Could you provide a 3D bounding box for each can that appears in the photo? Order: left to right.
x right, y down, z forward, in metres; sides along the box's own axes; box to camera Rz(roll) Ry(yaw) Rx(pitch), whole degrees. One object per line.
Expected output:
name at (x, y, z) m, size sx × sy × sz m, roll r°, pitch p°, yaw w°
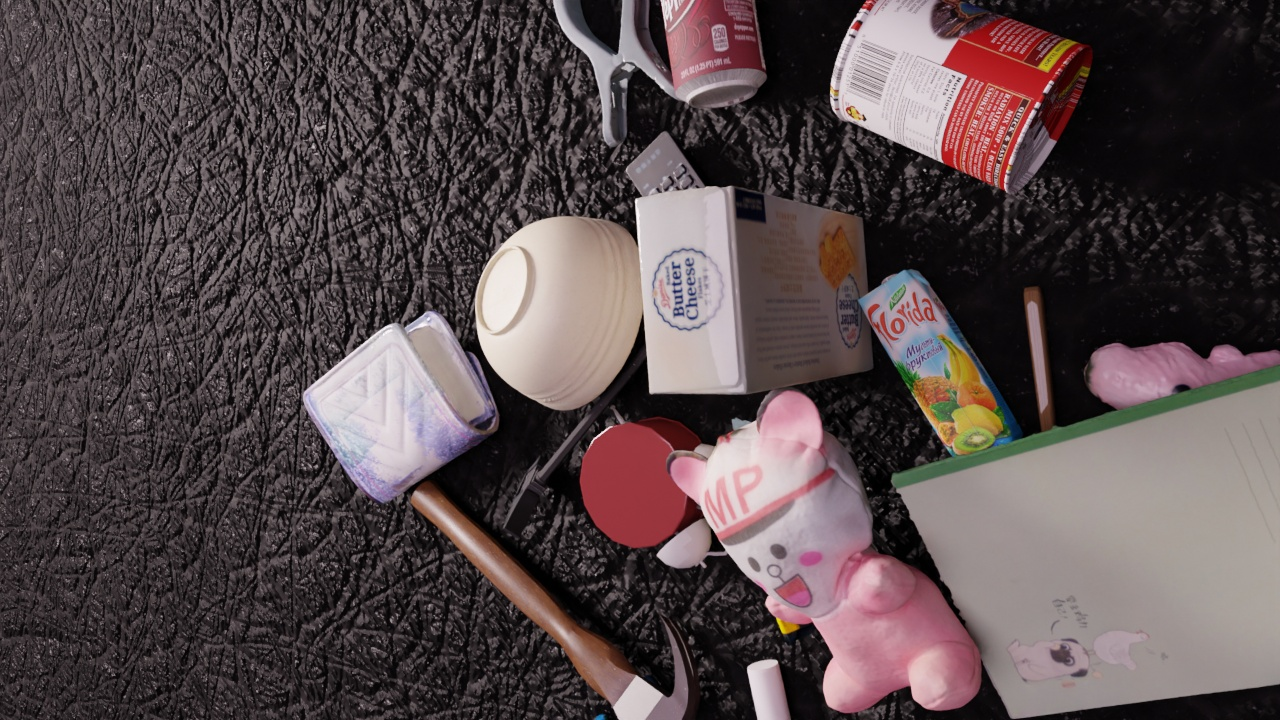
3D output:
can at (0.048, -0.236, 0.628) m, size 0.063 × 0.063 × 0.114 m, roll -10°, pitch 88°, yaw 33°
can at (0.183, -0.161, 0.533) m, size 0.116 × 0.086 × 0.087 m, roll 33°, pitch 110°, yaw 26°

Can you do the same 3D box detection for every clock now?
clock at (0.014, 0.095, 0.681) m, size 0.138 × 0.048 × 0.096 m, roll 26°, pitch 106°, yaw 27°

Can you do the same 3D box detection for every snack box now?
snack box at (0.076, -0.038, 0.539) m, size 0.058 × 0.207 × 0.104 m, roll -3°, pitch 92°, yaw 32°

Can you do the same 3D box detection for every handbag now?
handbag at (-0.211, 0.043, 0.817) m, size 0.159 × 0.069 × 0.126 m, roll -31°, pitch 91°, yaw 31°

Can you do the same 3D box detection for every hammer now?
hammer at (-0.084, 0.195, 0.746) m, size 0.323 × 0.033 × 0.115 m, roll 34°, pitch 84°, yaw 33°
hammer at (-0.004, 0.004, 0.665) m, size 0.015 × 0.094 × 0.326 m, roll 35°, pitch 115°, yaw -8°

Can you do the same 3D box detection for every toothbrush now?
toothbrush at (0.244, 0.038, 0.551) m, size 0.016 × 0.016 × 0.167 m, roll -7°, pitch 91°, yaw 32°

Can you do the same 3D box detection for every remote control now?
remote control at (0.046, -0.095, 0.666) m, size 0.047 × 0.022 × 0.150 m, roll -39°, pitch 75°, yaw 28°

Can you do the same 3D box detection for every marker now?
marker at (0.103, 0.283, 0.655) m, size 0.027 × 0.023 × 0.133 m, roll -13°, pitch 86°, yaw 11°

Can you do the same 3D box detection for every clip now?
clip at (-0.032, -0.244, 0.702) m, size 0.108 × 0.027 × 0.163 m, roll -30°, pitch 77°, yaw 32°

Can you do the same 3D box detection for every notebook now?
notebook at (0.289, 0.104, 0.494) m, size 0.253 × 0.010 × 0.182 m, roll -22°, pitch 101°, yaw 32°

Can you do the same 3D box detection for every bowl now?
bowl at (-0.073, -0.044, 0.684) m, size 0.151 × 0.075 × 0.150 m, roll -20°, pitch 63°, yaw 44°

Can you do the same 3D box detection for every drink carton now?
drink carton at (0.186, 0.002, 0.572) m, size 0.044 × 0.038 × 0.129 m, roll -36°, pitch 75°, yaw 29°

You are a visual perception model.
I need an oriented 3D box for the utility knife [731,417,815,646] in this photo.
utility knife at (0.090, 0.118, 0.642) m, size 0.017 × 0.030 × 0.163 m, roll -23°, pitch 83°, yaw 58°

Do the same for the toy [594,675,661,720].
toy at (-0.026, 0.338, 0.707) m, size 0.176 × 0.071 × 0.112 m, roll -38°, pitch 68°, yaw 3°

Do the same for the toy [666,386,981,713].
toy at (0.114, 0.122, 0.571) m, size 0.213 × 0.084 × 0.142 m, roll 51°, pitch 148°, yaw 0°

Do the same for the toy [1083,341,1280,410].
toy at (0.301, 0.027, 0.494) m, size 0.096 × 0.052 × 0.099 m, roll -20°, pitch 93°, yaw 19°
